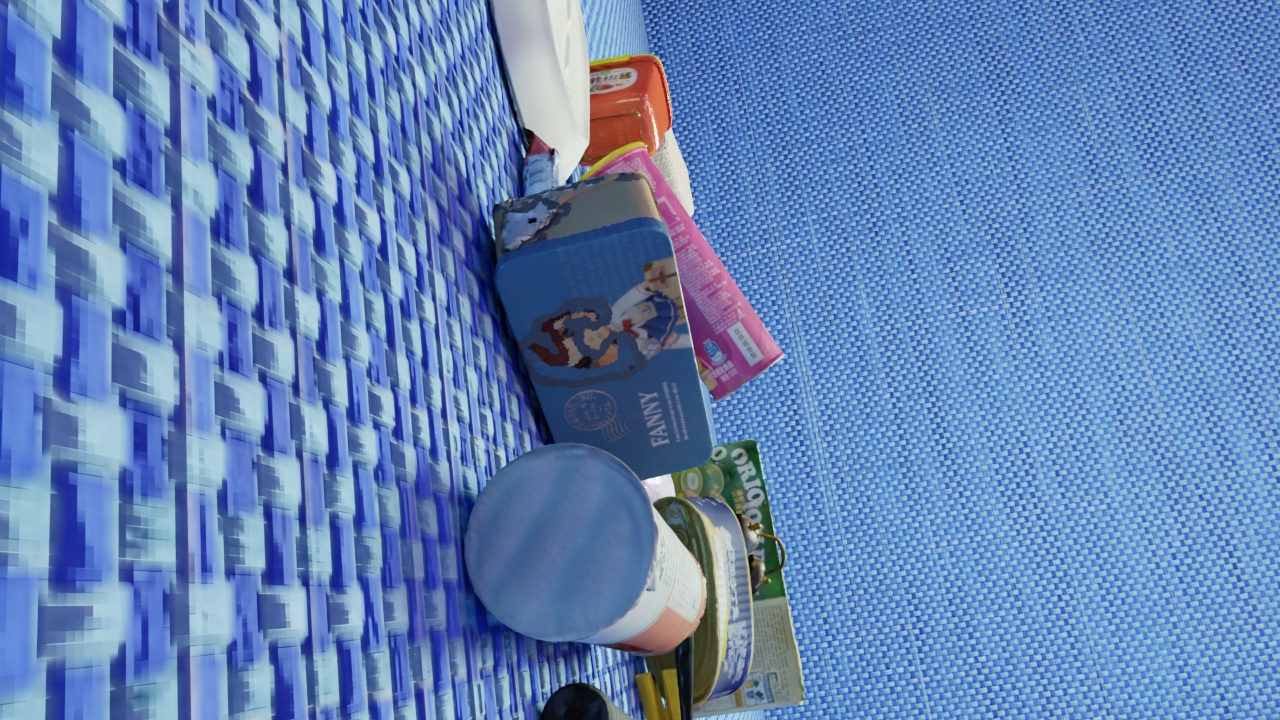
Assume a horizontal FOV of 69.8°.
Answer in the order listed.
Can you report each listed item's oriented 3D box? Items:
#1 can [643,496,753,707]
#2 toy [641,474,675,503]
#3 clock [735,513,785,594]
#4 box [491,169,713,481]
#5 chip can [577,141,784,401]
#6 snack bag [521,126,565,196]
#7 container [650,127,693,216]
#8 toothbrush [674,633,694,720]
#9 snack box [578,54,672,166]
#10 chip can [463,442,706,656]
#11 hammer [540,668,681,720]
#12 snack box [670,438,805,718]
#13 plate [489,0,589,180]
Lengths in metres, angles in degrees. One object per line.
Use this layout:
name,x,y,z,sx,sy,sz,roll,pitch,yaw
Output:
can,0.040,0.173,0.671,0.049,0.075,0.148,7,75,-49
toy,0.005,0.098,0.717,0.108,0.039,0.083,57,39,-60
clock,0.062,0.166,0.779,0.055,0.122,0.082,-69,151,-53
box,-0.016,-0.006,0.488,0.061,0.090,0.184,-103,176,-50
chip can,0.031,-0.071,0.749,0.210,0.071,0.071,56,7,1
snack bag,-0.056,-0.092,0.549,0.048,0.026,0.104,59,22,-56
container,0.001,-0.213,1.005,0.111,0.090,0.089,65,16,-55
toothbrush,0.027,0.199,0.564,0.180,0.016,0.018,-86,156,-64
snack box,-0.022,-0.212,0.795,0.080,0.091,0.082,-83,163,-48
chip can,-0.012,0.098,0.426,0.215,0.071,0.071,64,17,-69
hammer,0.000,0.221,0.511,0.301,0.033,0.128,69,11,-60
snack box,0.075,0.201,0.852,0.063,0.114,0.239,61,18,-68
plate,-0.066,-0.240,0.670,0.265,0.034,0.162,-93,171,-49
